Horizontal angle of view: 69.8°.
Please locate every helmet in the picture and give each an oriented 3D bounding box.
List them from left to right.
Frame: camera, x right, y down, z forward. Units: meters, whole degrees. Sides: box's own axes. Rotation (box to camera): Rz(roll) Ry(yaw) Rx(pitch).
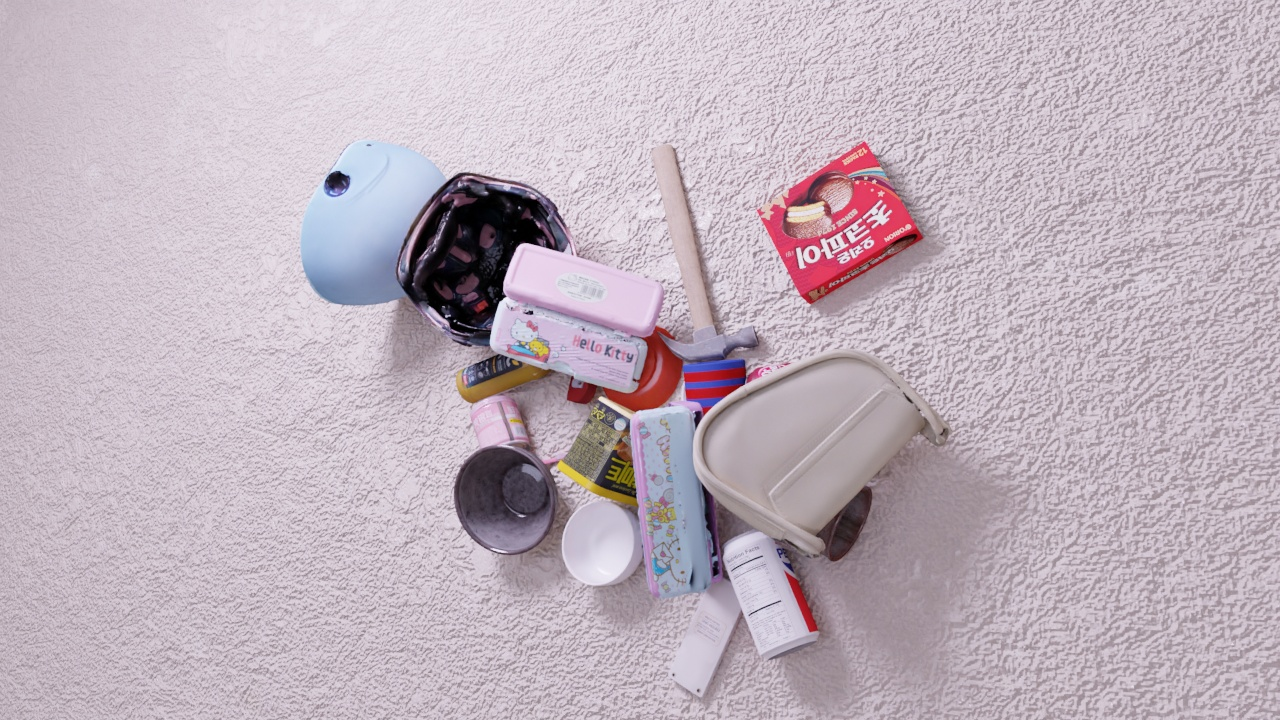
[{"bbox_3d":[-0.371,-0.194,1.345,0.167,0.226,0.264,15,59,26],"label":"helmet"},{"bbox_3d":[-0.195,-0.123,1.269,0.255,0.152,0.230,23,84,15],"label":"helmet"}]

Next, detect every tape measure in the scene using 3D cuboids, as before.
[{"bbox_3d":[-0.077,0.028,1.232,0.051,0.019,0.059,3,78,57],"label":"tape measure"}]

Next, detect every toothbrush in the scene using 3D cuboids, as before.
[{"bbox_3d":[-0.152,0.145,1.257,0.135,0.016,0.021,-19,69,24],"label":"toothbrush"}]

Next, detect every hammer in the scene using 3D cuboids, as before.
[{"bbox_3d":[0.059,-0.148,1.201,0.119,0.031,0.330,-17,67,12],"label":"hammer"}]

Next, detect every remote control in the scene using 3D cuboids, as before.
[{"bbox_3d":[0.081,0.323,1.080,0.050,0.011,0.136,24,89,32],"label":"remote control"}]

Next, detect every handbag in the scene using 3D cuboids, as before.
[{"bbox_3d":[0.180,0.090,0.972,0.229,0.132,0.184,-41,76,-6],"label":"handbag"}]

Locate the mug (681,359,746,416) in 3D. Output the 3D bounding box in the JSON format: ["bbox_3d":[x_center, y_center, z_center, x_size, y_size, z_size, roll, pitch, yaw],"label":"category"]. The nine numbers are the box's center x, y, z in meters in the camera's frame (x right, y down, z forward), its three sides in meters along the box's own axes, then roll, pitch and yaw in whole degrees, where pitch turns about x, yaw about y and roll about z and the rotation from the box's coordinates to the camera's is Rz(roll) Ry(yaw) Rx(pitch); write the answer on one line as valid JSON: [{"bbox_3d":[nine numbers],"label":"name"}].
[{"bbox_3d":[0.083,0.040,1.117,0.112,0.074,0.076,-4,92,61],"label":"mug"}]

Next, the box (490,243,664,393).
[{"bbox_3d":[-0.081,-0.055,1.158,0.201,0.059,0.155,17,86,4],"label":"box"}]

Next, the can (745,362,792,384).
[{"bbox_3d":[0.184,0.033,1.068,0.114,0.063,0.063,-9,73,27],"label":"can"}]

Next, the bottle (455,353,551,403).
[{"bbox_3d":[-0.170,0.008,1.281,0.186,0.053,0.053,-20,68,24],"label":"bottle"}]

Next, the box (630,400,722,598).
[{"bbox_3d":[0.032,0.158,1.054,0.090,0.092,0.214,-177,80,-72],"label":"box"}]

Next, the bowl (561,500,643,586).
[{"bbox_3d":[-0.042,0.230,1.150,0.105,0.054,0.104,-7,74,26],"label":"bowl"}]

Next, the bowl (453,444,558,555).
[{"bbox_3d":[-0.167,0.177,1.213,0.145,0.067,0.145,2,97,19],"label":"bowl"}]

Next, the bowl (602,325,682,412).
[{"bbox_3d":[-0.007,0.007,1.200,0.122,0.035,0.122,-8,73,28],"label":"bowl"}]

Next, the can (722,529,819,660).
[{"bbox_3d":[0.144,0.260,1.027,0.070,0.070,0.132,-30,64,19],"label":"can"}]

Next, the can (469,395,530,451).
[{"bbox_3d":[-0.193,0.096,1.263,0.067,0.067,0.076,-32,64,19],"label":"can"}]

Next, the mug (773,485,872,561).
[{"bbox_3d":[0.178,0.165,1.007,0.110,0.122,0.096,20,124,36],"label":"mug"}]

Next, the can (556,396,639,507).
[{"bbox_3d":[-0.025,0.113,1.128,0.072,0.130,0.101,30,90,32],"label":"can"}]

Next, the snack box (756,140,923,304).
[{"bbox_3d":[0.237,-0.165,1.106,0.152,0.035,0.132,-31,64,19],"label":"snack box"}]
